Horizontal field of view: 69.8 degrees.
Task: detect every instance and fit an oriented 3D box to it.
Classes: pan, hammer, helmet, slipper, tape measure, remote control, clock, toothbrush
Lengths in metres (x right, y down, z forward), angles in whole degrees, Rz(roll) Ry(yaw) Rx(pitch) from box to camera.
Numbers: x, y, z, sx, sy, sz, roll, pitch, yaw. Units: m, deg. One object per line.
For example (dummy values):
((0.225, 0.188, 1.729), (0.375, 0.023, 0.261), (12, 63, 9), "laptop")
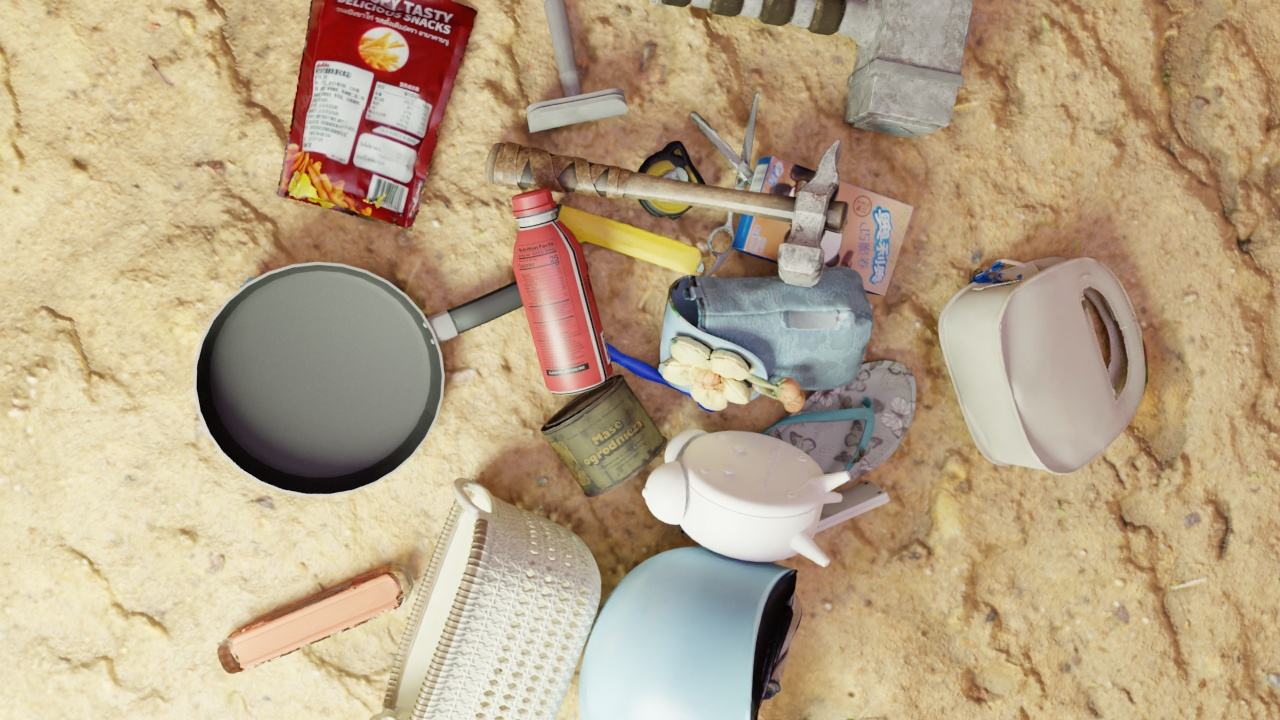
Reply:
((-0.211, -0.016, 0.822), (0.355, 0.044, 0.204), (-26, 105, -13), "pan")
((0.018, -0.149, 0.790), (0.319, 0.049, 0.121), (11, 81, 13), "hammer")
((0.036, 0.272, 0.798), (0.167, 0.224, 0.266), (17, 135, 15), "helmet")
((0.152, 0.095, 0.865), (0.269, 0.054, 0.098), (-31, 100, 1), "slipper")
((0.026, -0.160, 0.832), (0.061, 0.034, 0.062), (-36, 102, -3), "tape measure")
((0.167, 0.150, 0.873), (0.136, 0.050, 0.011), (-23, 98, -2), "remote control")
((0.091, 0.106, 0.784), (0.161, 0.125, 0.073), (14, 116, 12), "clock")
((-0.005, 0.005, 0.862), (0.182, 0.018, 0.016), (26, 92, -4), "toothbrush")
((0.128, -0.310, 0.801), (0.326, 0.079, 0.177), (9, 96, -5), "hammer")

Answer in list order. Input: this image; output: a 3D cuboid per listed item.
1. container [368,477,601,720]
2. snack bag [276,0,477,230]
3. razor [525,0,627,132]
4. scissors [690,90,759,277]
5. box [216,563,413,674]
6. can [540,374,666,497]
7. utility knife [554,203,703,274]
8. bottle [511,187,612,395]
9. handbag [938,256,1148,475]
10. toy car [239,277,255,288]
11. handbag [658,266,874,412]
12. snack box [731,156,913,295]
((-0.137, 0.240, 0.800), (0.142, 0.184, 0.246), (20, 94, -17), "container")
((-0.232, -0.227, 0.793), (0.139, 0.066, 0.208), (13, 93, -11), "snack bag")
((-0.066, -0.268, 0.813), (0.088, 0.047, 0.116), (-12, 90, -3), "razor")
((0.090, -0.156, 0.833), (0.141, 0.014, 0.175), (21, 92, -23), "scissors")
((-0.302, 0.242, 0.849), (0.187, 0.056, 0.059), (-24, 130, 0), "box")
((-0.034, 0.066, 0.827), (0.090, 0.090, 0.074), (-34, 99, 0), "can")
((-0.014, -0.109, 0.836), (0.151, 0.017, 0.030), (19, 108, 7), "utility knife")
((-0.074, -0.061, 0.803), (0.062, 0.062, 0.177), (-15, 106, -3), "bottle")
((0.385, -0.006, 0.864), (0.199, 0.093, 0.200), (-22, 98, -22), "handbag")
((-0.316, -0.028, 0.825), (0.107, 0.027, 0.060), (38, 87, -20), "toy car")
((0.110, -0.011, 0.811), (0.192, 0.122, 0.118), (0, 52, -7), "handbag")
((0.167, -0.121, 0.836), (0.151, 0.034, 0.087), (15, 96, -17), "snack box")
